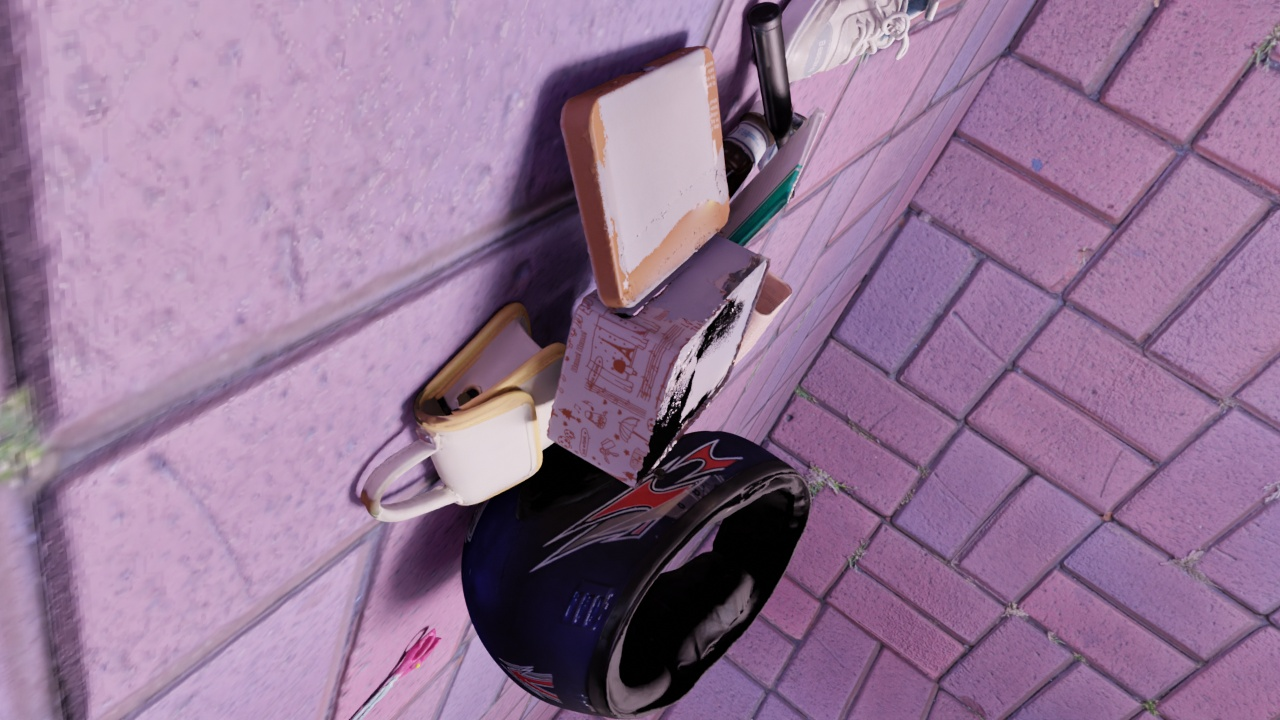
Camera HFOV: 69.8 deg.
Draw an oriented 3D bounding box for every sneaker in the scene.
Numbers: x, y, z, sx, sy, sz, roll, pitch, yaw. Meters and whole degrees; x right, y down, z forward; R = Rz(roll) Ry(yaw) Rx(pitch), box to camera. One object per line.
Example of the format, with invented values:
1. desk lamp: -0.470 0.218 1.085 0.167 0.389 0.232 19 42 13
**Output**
1. sneaker: 0.196 -0.300 0.829 0.241 0.091 0.090 -44 162 -37

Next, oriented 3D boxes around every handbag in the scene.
1. handbag: -0.124 0.062 0.680 0.178 0.063 0.164 -45 162 -22

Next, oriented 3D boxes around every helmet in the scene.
1. helmet: -0.022 0.171 0.875 0.314 0.240 0.248 -36 136 -29

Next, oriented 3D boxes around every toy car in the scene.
1. toy car: 0.144 -0.226 0.949 0.054 0.037 0.120 -63 174 28

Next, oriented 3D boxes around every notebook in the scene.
1. notebook: 0.076 -0.110 0.788 0.210 0.012 0.150 -45 -167 44

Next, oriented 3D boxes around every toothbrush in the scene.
1. toothbrush: 0.117 -0.211 0.787 0.026 0.027 0.213 -64 155 -24

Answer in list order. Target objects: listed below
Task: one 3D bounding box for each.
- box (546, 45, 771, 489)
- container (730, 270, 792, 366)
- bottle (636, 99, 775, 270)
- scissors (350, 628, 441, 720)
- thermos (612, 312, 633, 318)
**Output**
1. box: 0.015 -0.067 0.634 0.178 0.110 0.260 -44 155 -51
2. container: 0.116 -0.059 1.152 0.090 0.090 0.111 -41 164 -47
3. bottle: 0.065 -0.157 0.821 0.194 0.044 0.080 -52 174 -19
4. scissors: -0.261 0.335 0.963 0.137 0.017 0.073 -42 162 -32
5. thermos: -0.005 0.005 0.898 0.093 0.093 0.143 -54 158 -6
